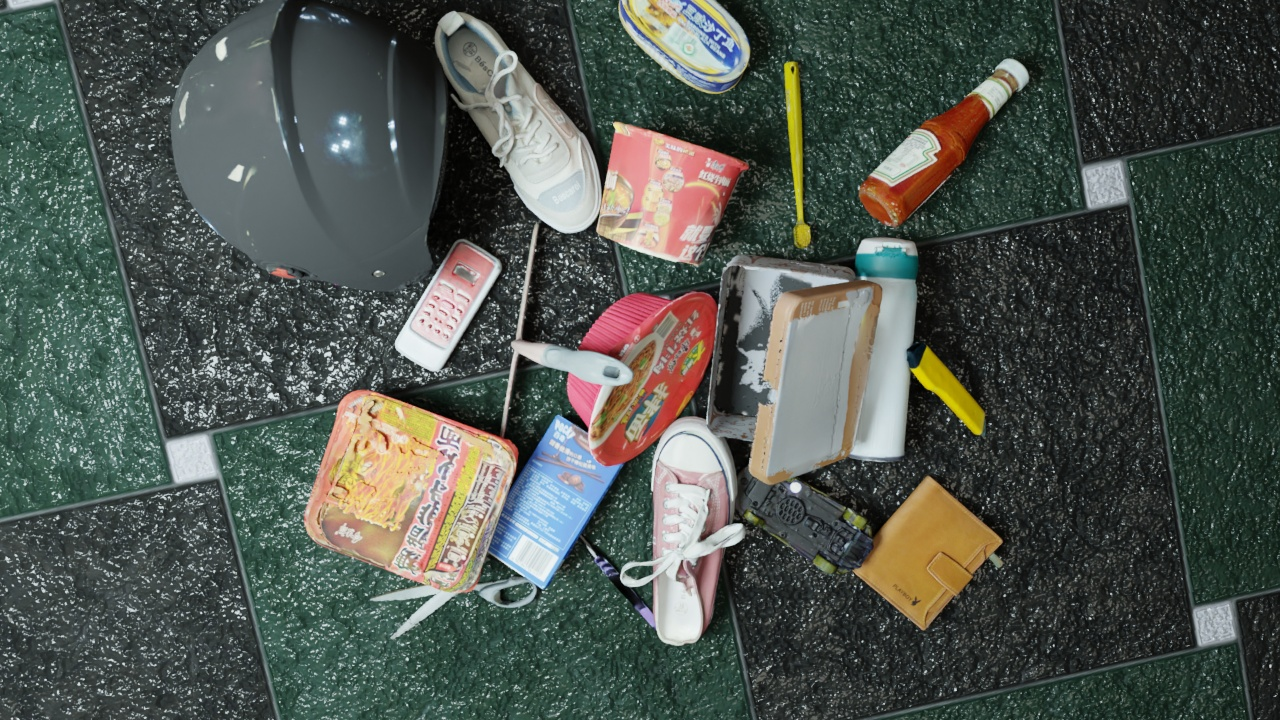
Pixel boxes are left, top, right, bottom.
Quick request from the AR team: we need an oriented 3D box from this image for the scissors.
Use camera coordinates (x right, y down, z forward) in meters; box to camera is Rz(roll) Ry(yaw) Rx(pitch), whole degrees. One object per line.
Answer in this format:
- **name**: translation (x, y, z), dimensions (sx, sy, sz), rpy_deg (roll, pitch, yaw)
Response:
- **scissors**: translation (-0.191, 0.236, 0.966), dimensions (0.175, 0.014, 0.159), rpy_deg (18, 93, -3)

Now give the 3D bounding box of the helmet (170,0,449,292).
- **helmet**: translation (-0.293, -0.192, 0.812), dimensions (0.275, 0.230, 0.233), rpy_deg (-15, 68, 29)

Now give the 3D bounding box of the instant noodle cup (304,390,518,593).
- **instant noodle cup**: translation (-0.226, 0.128, 0.919), dimensions (0.189, 0.079, 0.164), rpy_deg (21, 93, 1)

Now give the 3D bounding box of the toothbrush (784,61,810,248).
- **toothbrush**: translation (0.162, -0.211, 0.945), dimensions (0.015, 0.016, 0.190), rpy_deg (-4, 95, -3)

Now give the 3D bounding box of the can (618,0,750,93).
- **can**: translation (0.043, -0.330, 0.915), dimensions (0.148, 0.049, 0.074), rpy_deg (39, 91, -4)

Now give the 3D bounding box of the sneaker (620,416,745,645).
- **sneaker**: translation (0.046, 0.180, 0.927), dimensions (0.118, 0.087, 0.241), rpy_deg (6, 98, 9)

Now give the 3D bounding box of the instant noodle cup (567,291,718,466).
- **instant noodle cup**: translation (-0.005, 0.005, 0.891), dimensions (0.066, 0.193, 0.194), rpy_deg (34, 92, 24)

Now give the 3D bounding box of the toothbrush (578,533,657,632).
- **toothbrush**: translation (-0.032, 0.225, 0.972), dimensions (0.014, 0.016, 0.189), rpy_deg (-40, 96, 1)

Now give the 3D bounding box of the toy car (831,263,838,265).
- **toy car**: translation (0.194, -0.054, 0.945), dimensions (0.036, 0.043, 0.091), rpy_deg (3, 96, 3)

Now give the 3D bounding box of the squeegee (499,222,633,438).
- **squeegee**: translation (-0.080, -0.006, 0.840), dimensions (0.040, 0.250, 0.247), rpy_deg (8, 94, -31)

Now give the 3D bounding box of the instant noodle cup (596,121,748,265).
- **instant noodle cup**: translation (0.025, -0.158, 0.891), dimensions (0.138, 0.137, 0.109), rpy_deg (17, 101, -4)

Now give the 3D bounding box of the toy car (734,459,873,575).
- **toy car**: translation (0.169, 0.162, 0.961), dimensions (0.158, 0.042, 0.070), rpy_deg (33, 93, 6)

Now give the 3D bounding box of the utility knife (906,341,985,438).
- **utility knife**: translation (0.317, 0.033, 0.944), dimensions (0.164, 0.015, 0.033), rpy_deg (41, 70, -31)

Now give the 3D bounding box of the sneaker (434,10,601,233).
- **sneaker**: translation (-0.117, -0.235, 0.896), dimensions (0.089, 0.090, 0.242), rpy_deg (-35, 96, 1)

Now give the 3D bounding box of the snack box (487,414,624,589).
- **snack box**: translation (-0.090, 0.144, 0.941), dimensions (0.084, 0.026, 0.157), rpy_deg (32, 86, 8)

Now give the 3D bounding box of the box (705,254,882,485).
- **box**: translation (0.138, 0.009, 0.853), dimensions (0.153, 0.180, 0.183), rpy_deg (8, 107, 11)

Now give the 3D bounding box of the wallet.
- **wallet**: translation (0.308, 0.209, 0.979), dimensions (0.119, 0.035, 0.130), rpy_deg (40, 92, 1)

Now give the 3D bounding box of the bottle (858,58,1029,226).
- **bottle**: translation (0.311, -0.224, 0.932), dimensions (0.206, 0.060, 0.060), rpy_deg (-45, 95, -2)

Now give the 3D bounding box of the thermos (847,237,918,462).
- **thermos**: translation (0.244, -0.013, 0.938), dimensions (0.073, 0.073, 0.224), rpy_deg (3, 96, -3)

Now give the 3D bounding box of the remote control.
- **remote control**: translation (-0.197, -0.056, 0.941), dimensions (0.056, 0.020, 0.136), rpy_deg (32, 92, -5)
